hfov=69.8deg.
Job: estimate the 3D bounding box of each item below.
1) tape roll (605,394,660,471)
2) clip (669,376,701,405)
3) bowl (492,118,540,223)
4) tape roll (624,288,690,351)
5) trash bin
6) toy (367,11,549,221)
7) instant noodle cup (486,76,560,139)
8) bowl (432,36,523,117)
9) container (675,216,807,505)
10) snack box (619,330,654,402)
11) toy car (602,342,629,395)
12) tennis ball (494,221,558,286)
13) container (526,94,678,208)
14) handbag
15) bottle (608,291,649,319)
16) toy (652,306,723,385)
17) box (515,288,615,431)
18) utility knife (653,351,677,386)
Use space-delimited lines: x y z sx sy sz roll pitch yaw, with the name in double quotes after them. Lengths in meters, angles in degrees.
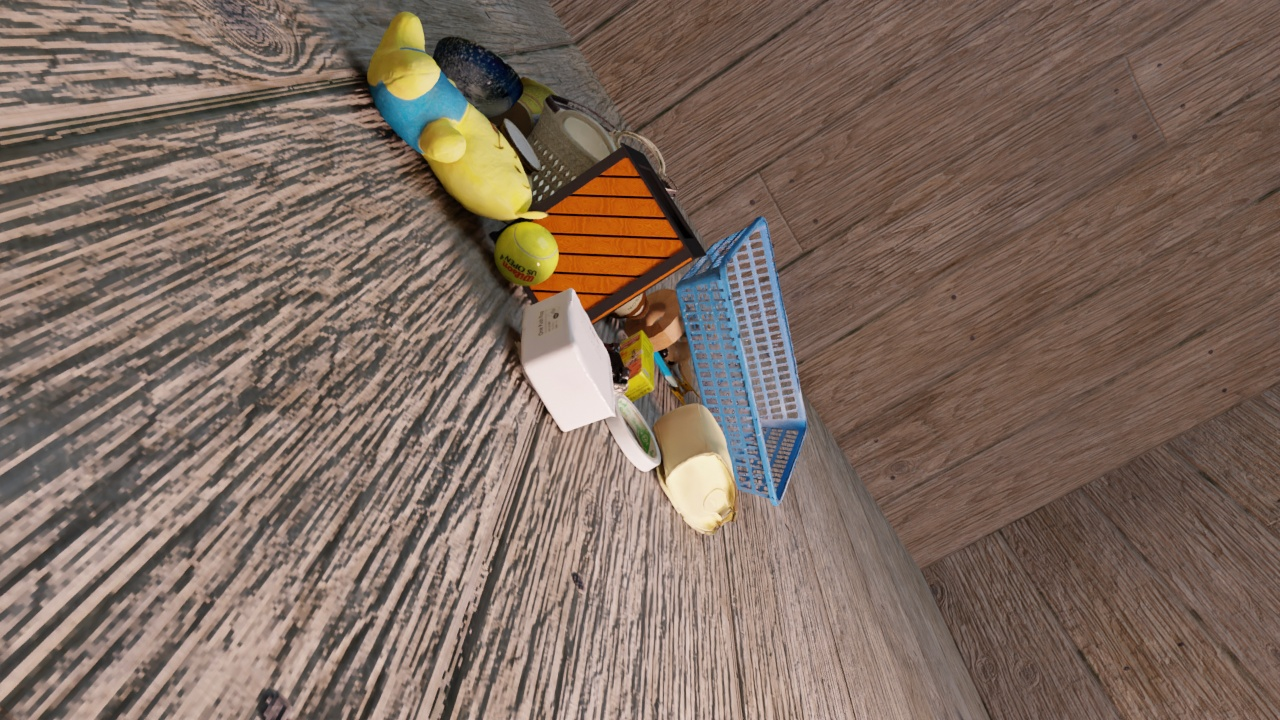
-0.010 0.078 1.013 0.094 0.018 0.093 55 12 -19 "tape roll"
0.064 0.043 1.372 0.054 0.048 0.046 47 41 -35 "clip"
-0.162 -0.235 1.070 0.145 0.063 0.145 53 13 -18 "bowl"
0.024 -0.057 1.295 0.027 0.094 0.094 48 16 -37 "tape roll"
-0.042 -0.130 1.028 0.139 0.172 0.139 58 12 -2 "trash bin"
-0.185 -0.222 0.906 0.214 0.084 0.148 52 11 -37 "toy"
-0.160 -0.322 1.245 0.100 0.100 0.112 56 21 -9 "instant noodle cup"
-0.204 -0.327 1.104 0.114 0.060 0.114 22 -14 5 "bowl"
0.150 -0.002 1.332 0.256 0.089 0.362 -50 129 -60 "container"
-0.007 0.007 1.145 0.029 0.040 0.147 54 13 -18 "snack box"
-0.043 0.009 0.998 0.048 0.041 0.112 11 24 -15 "toy car"
-0.116 -0.109 0.936 0.065 0.065 0.065 54 13 -19 "tennis ball"
-0.063 -0.248 1.222 0.185 0.143 0.251 45 17 6 "container"
0.068 0.128 1.066 0.111 0.081 0.119 60 9 -27 "handbag"
-0.031 -0.094 1.229 0.157 0.068 0.067 36 25 -60 "bottle"
0.069 -0.035 1.412 0.105 0.108 0.134 -21 78 -55 "toy"
-0.084 0.008 0.859 0.107 0.095 0.102 -95 162 -54 "box"
0.005 -0.033 1.352 0.174 0.015 0.031 60 10 17 "utility knife"
